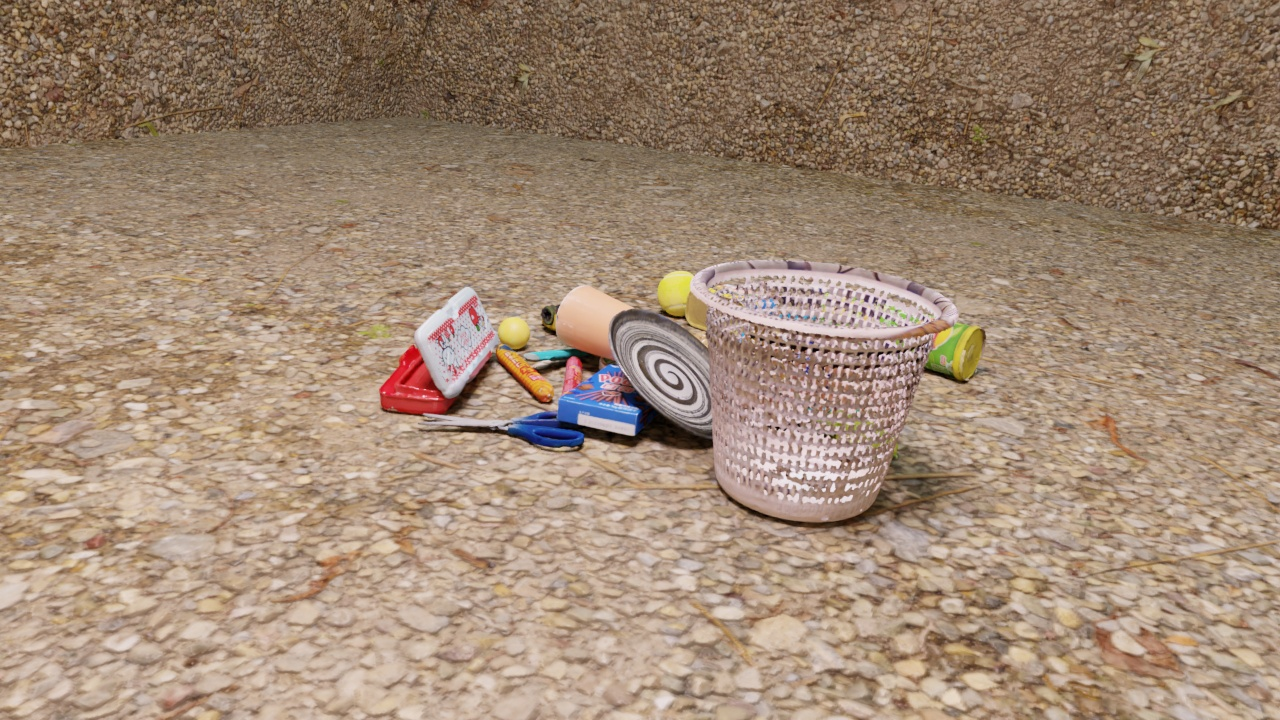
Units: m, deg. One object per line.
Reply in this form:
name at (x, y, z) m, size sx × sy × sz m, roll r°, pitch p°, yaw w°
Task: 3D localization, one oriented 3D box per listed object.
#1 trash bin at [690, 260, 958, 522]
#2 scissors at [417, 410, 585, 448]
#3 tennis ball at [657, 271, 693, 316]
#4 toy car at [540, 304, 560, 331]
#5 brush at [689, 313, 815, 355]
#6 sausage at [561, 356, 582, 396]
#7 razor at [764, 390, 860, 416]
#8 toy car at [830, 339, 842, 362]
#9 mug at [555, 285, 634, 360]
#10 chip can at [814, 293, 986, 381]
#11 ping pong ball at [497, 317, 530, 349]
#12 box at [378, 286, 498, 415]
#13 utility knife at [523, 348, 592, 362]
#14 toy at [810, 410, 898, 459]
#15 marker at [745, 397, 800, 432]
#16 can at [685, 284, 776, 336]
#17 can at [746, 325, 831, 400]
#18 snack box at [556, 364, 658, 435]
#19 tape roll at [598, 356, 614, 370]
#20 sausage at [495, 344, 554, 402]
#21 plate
trash bin at (0.150, 0.027, 0.820) m, size 0.227 × 0.192 × 0.227 m, roll 4°, pitch 20°, yaw -1°
scissors at (-0.134, 0.068, 0.915) m, size 0.170 × 0.012 × 0.141 m, roll -7°, pitch 20°, yaw -31°
tennis ball at (0.057, -0.097, 1.331) m, size 0.065 × 0.065 × 0.065 m, roll 4°, pitch 20°, yaw -2°
toy car at (-0.069, -0.046, 1.201) m, size 0.071 × 0.041 × 0.156 m, roll -14°, pitch 24°, yaw -41°
brush at (0.135, -0.032, 1.186) m, size 0.254 × 0.046 × 0.083 m, roll -19°, pitch 26°, yaw -36°
sausage at (-0.077, 0.026, 1.036) m, size 0.020 × 0.020 × 0.155 m, roll 4°, pitch 20°, yaw -2°
razor at (0.186, 0.049, 0.996) m, size 0.132 × 0.028 × 0.043 m, roll 12°, pitch 11°, yaw -29°
toy car at (0.224, -0.005, 1.149) m, size 0.091 × 0.043 × 0.036 m, roll -16°, pitch 26°, yaw -41°
mug at (-0.029, -0.035, 1.073) m, size 0.123 × 0.078 × 0.078 m, roll 22°, pitch 27°, yaw 36°
chip can at (0.337, -0.037, 1.218) m, size 0.221 × 0.073 × 0.072 m, roll 20°, pitch 25°, yaw 37°
ping pong ball at (-0.159, -0.034, 1.151) m, size 0.040 × 0.040 × 0.040 m, roll 4°, pitch 20°, yaw -2°
box at (-0.217, -0.021, 1.019) m, size 0.095 × 0.099 × 0.201 m, roll 6°, pitch 20°, yaw 3°
utility knife at (-0.083, -0.008, 1.120) m, size 0.029 × 0.013 × 0.164 m, roll 13°, pitch 13°, yaw 38°
toy at (0.222, 0.075, 0.941) m, size 0.100 × 0.031 × 0.096 m, roll 22°, pitch 17°, yaw 36°
marker at (0.125, 0.052, 1.005) m, size 0.022 × 0.020 × 0.132 m, roll -23°, pitch 29°, yaw -23°
can at (0.128, -0.071, 1.292) m, size 0.102 × 0.057 × 0.083 m, roll 21°, pitch 23°, yaw 37°
can at (0.170, 0.003, 1.072) m, size 0.049 × 0.075 × 0.148 m, roll 2°, pitch 20°, yaw -17°
snack box at (-0.020, 0.039, 0.980) m, size 0.084 × 0.026 × 0.156 m, roll 11°, pitch 16°, yaw 15°
tape roll at (-0.007, 0.006, 1.111) m, size 0.086 × 0.014 × 0.085 m, roll 4°, pitch 20°, yaw -2°
sausage at (-0.135, 0.013, 1.055) m, size 0.021 × 0.021 × 0.165 m, roll -7°, pitch 22°, yaw -28°
plate at (0.035, 0.018, 0.970) m, size 0.179 × 0.024 × 0.179 m, roll 30°, pitch 31°, yaw -20°
